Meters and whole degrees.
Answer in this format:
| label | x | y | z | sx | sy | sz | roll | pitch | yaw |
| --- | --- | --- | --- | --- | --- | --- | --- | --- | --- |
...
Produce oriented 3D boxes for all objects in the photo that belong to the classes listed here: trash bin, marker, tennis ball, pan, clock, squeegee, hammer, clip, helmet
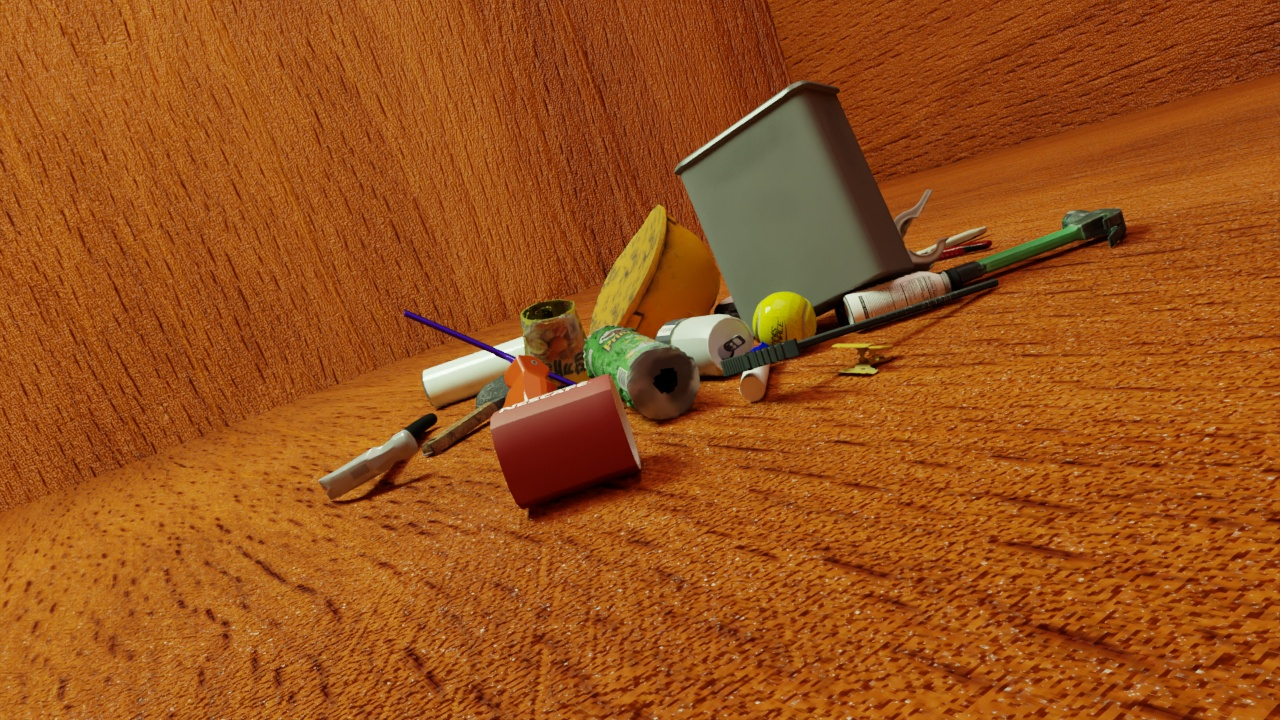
| label | x | y | z | sx | sy | sz | roll | pitch | yaw |
| --- | --- | --- | --- | --- | --- | --- | --- | --- | --- |
| trash bin | 0.167 | -0.161 | 1.019 | 0.192 | 0.219 | 0.097 | -28 | -10 | 38 |
| marker | 0.111 | 0.009 | 0.870 | 0.027 | 0.023 | 0.133 | -60 | -3 | 16 |
| tennis ball | 0.149 | -0.038 | 0.950 | 0.065 | 0.065 | 0.065 | -19 | 9 | 3 |
| pan | -0.175 | 0.048 | 1.222 | 0.208 | 0.040 | 0.355 | -14 | 9 | 31 |
| clock | 0.144 | -0.069 | 1.227 | 0.091 | 0.044 | 0.122 | -19 | 9 | 3 |
| squeegee | -0.101 | 0.042 | 0.851 | 0.055 | 0.249 | 0.184 | -52 | 29 | 26 |
| hammer | 0.228 | -0.040 | 0.849 | 0.324 | 0.015 | 0.095 | -17 | -2 | -30 |
| clip | 0.193 | -0.006 | 0.790 | 0.048 | 0.046 | 0.054 | -48 | 16 | -15 |
| hammer | -0.302 | 0.104 | 1.126 | 0.127 | 0.029 | 0.323 | -31 | 5 | 1 |
| clip | 0.305 | -0.114 | 1.064 | 0.150 | 0.110 | 0.126 | -62 | -12 | -2 |
| helmet | 0.033 | -0.086 | 1.236 | 0.131 | 0.205 | 0.256 | 23 | -15 | -12 |
| hammer | 0.365 | -0.100 | 0.992 | 0.319 | 0.032 | 0.130 | -20 | 9 | 1 |

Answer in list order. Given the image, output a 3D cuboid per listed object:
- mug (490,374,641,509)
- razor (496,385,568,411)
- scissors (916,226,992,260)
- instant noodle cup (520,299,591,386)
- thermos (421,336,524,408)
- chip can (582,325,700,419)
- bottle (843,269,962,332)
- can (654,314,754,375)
| label | x | y | z | sx | sy | sz | roll | pitch | yaw |
| --- | --- | --- | --- | --- | --- | --- | --- | --- | --- |
| mug | -0.057 | 0.062 | 0.735 | 0.096 | 0.080 | 0.116 | -19 | 2 | 2 |
| razor | -0.090 | 0.054 | 0.959 | 0.155 | 0.057 | 0.060 | -31 | -17 | -51 |
| scissors | 0.406 | -0.150 | 1.262 | 0.178 | 0.015 | 0.200 | -27 | 11 | -35 |
| instant noodle cup | -0.102 | -0.013 | 1.131 | 0.102 | 0.108 | 0.102 | -9 | 25 | 4 |
| thermos | -0.230 | 0.011 | 1.465 | 0.230 | 0.068 | 0.068 | -19 | 9 | 2 |
| chip can | -0.005 | 0.007 | 0.948 | 0.075 | 0.075 | 0.223 | -21 | 12 | -12 |
| bottle | 0.270 | -0.065 | 0.942 | 0.116 | 0.041 | 0.041 | -18 | 9 | 7 |
| can | 0.069 | -0.015 | 0.985 | 0.064 | 0.064 | 0.127 | -24 | 10 | -27 |
